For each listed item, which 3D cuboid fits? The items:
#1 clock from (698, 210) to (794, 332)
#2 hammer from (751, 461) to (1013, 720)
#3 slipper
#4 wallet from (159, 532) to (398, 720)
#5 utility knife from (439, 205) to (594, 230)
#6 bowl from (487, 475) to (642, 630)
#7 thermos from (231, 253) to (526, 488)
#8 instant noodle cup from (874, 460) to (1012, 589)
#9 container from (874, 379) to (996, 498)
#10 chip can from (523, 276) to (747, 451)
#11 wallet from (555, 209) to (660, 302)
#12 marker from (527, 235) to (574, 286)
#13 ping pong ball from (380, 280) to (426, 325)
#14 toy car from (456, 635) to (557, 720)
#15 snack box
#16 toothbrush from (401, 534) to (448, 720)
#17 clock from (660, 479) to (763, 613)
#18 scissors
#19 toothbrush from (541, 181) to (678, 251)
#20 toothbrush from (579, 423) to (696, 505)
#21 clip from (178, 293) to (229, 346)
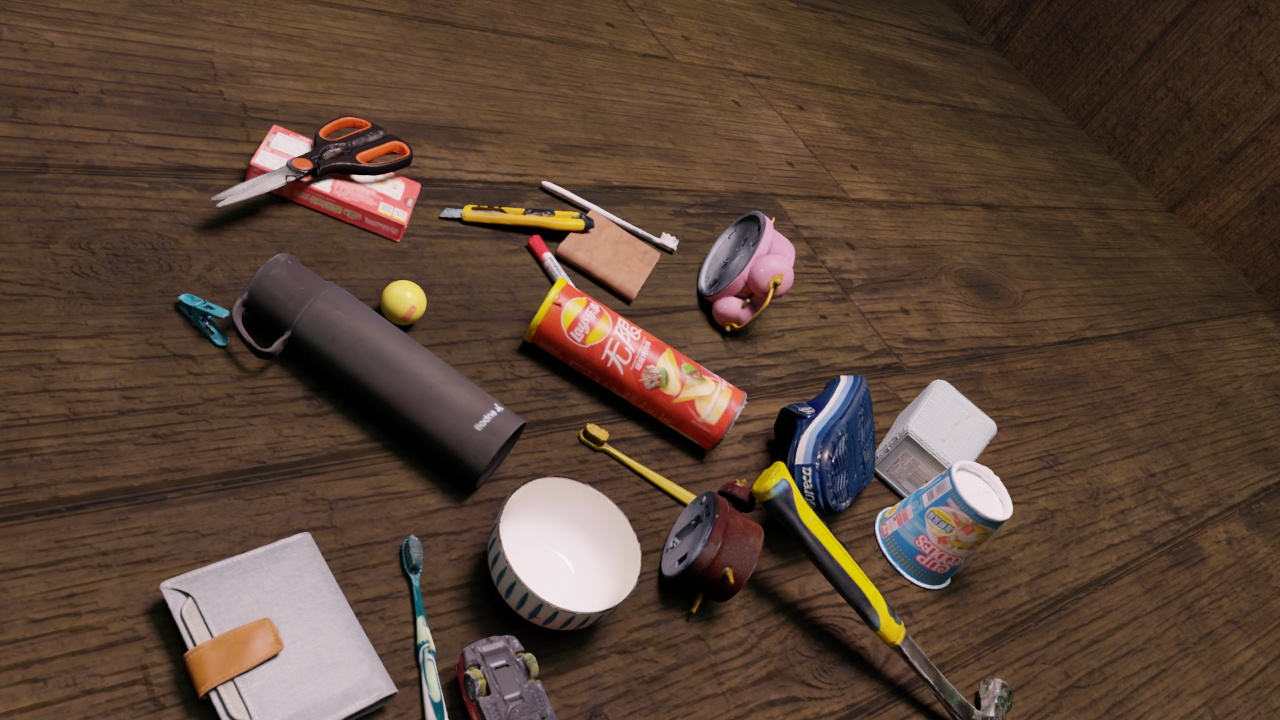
[{"bbox_3d":[0.125,-0.098,1.056,0.060,0.117,0.158,32,35,-21],"label":"clock"},{"bbox_3d":[0.207,0.222,0.783,0.323,0.032,0.125,50,40,-6],"label":"hammer"},{"bbox_3d":[0.179,0.089,0.921,0.095,0.105,0.252,-1,14,22],"label":"slipper"},{"bbox_3d":[-0.229,0.177,0.578,0.106,0.037,0.129,-15,59,-45],"label":"wallet"},{"bbox_3d":[-0.132,-0.157,0.999,0.176,0.015,0.033,0,35,-25],"label":"utility knife"},{"bbox_3d":[-0.064,0.153,0.695,0.116,0.066,0.116,19,42,-18],"label":"bowl"},{"bbox_3d":[-0.215,0.014,0.741,0.242,0.069,0.089,35,54,3],"label":"thermos"},{"bbox_3d":[0.307,0.158,0.919,0.099,0.110,0.099,19,41,-17],"label":"instant noodle cup"},{"bbox_3d":[0.319,0.095,1.013,0.090,0.090,0.111,43,42,12],"label":"container"},{"bbox_3d":[-0.005,0.005,0.889,0.216,0.073,0.073,33,38,-3],"label":"chip can"},{"bbox_3d":[-0.034,-0.122,1.045,0.101,0.020,0.115,32,36,-3],"label":"wallet"},{"bbox_3d":[-0.078,-0.077,0.967,0.017,0.017,0.145,-12,57,-42],"label":"marker"},{"bbox_3d":[-0.213,-0.052,0.825,0.040,0.040,0.040,19,41,-18],"label":"ping pong ball"},{"bbox_3d":[-0.083,0.242,0.606,0.052,0.045,0.120,-5,47,-36],"label":"toy car"},{"bbox_3d":[-0.299,-0.175,0.905,0.153,0.026,0.075,21,39,-17],"label":"snack box"},{"bbox_3d":[-0.144,0.203,0.626,0.016,0.018,0.191,5,47,-30],"label":"toothbrush"},{"bbox_3d":[0.063,0.149,0.778,0.055,0.082,0.121,31,39,-11],"label":"clock"},{"bbox_3d":[-0.323,-0.189,0.869,0.234,0.022,0.139,-18,53,-41],"label":"scissors"},{"bbox_3d":[-0.035,-0.175,1.098,0.180,0.016,0.016,24,77,-12],"label":"toothbrush"},{"bbox_3d":[0.027,0.113,0.842,0.190,0.017,0.015,32,39,-2],"label":"toothbrush"},{"bbox_3d":[-0.347,-0.037,0.729,0.055,0.034,0.013,29,35,21],"label":"clip"}]
